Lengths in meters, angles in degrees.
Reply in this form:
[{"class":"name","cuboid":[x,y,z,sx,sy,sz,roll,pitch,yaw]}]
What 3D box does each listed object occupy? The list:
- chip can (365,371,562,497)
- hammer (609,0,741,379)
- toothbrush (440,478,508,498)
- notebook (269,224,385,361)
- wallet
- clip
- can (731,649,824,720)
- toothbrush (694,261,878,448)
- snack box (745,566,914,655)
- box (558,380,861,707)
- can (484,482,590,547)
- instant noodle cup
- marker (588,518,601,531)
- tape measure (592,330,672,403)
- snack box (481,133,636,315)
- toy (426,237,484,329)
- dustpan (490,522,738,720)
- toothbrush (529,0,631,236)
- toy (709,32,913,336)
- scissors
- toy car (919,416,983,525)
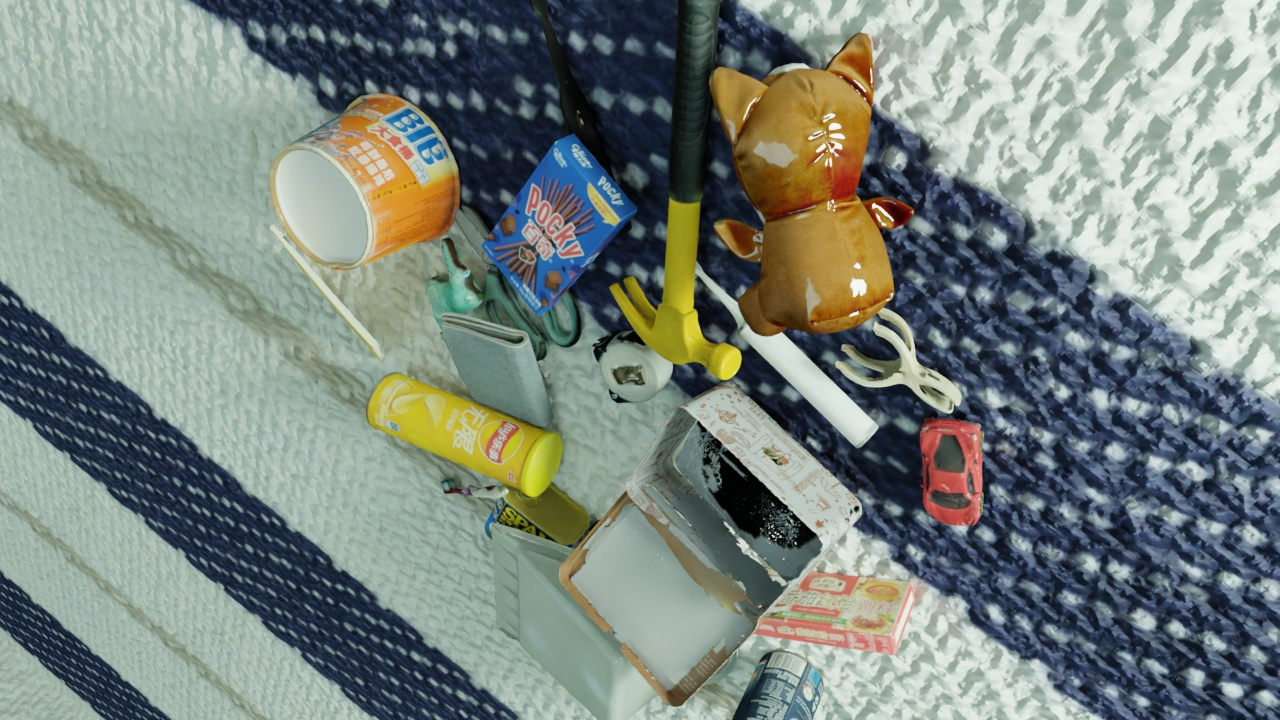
[{"class":"chip can","cuboid":[-0.191,0.077,0.993,0.213,0.071,0.072,20,128,21]},{"class":"hammer","cuboid":[0.035,-0.133,0.731,0.129,0.032,0.301,26,127,33]},{"class":"toothbrush","cuboid":[-0.190,0.143,1.033,0.188,0.016,0.017,-11,103,59]},{"class":"notebook","cuboid":[-0.315,-0.062,0.940,0.146,0.010,0.206,51,167,-6]},{"class":"wallet","cuboid":[-0.144,0.006,0.928,0.107,0.036,0.130,19,146,22]},{"class":"clip","cuboid":[0.199,0.008,0.735,0.097,0.034,0.101,-22,114,34]},{"class":"can","cuboid":[0.140,0.364,0.950,0.075,0.110,0.075,14,124,22]},{"class":"toothbrush","cuboid":[0.111,-0.013,0.774,0.221,0.026,0.026,45,124,6]},{"class":"snack box","cuboid":[0.174,0.234,0.867,0.153,0.075,0.025,-1,117,32]},{"class":"box","cuboid":[0.052,0.172,0.847,0.178,0.102,0.262,44,127,19]},{"class":"can","cuboid":[-0.118,0.183,1.026,0.102,0.057,0.083,37,133,6]},{"class":"instant noodle cup","cuboid":[-0.260,-0.160,0.854,0.151,0.111,0.152,16,126,23]},{"class":"marker","cuboid":[-0.010,0.230,1.016,0.132,0.020,0.022,52,153,-9]},{"class":"tape measure","cuboid":[-0.005,0.005,0.857,0.066,0.033,0.066,-7,116,35]},{"class":"snack box","cuboid":[-0.075,-0.113,0.796,0.084,0.026,0.158,51,136,3]},{"class":"toy","cuboid":[-0.186,-0.072,0.915,0.092,0.030,0.096,-13,99,50]},{"class":"dustpan","cuboid":[-0.030,0.290,1.032,0.258,0.142,0.223,39,143,29]},{"class":"toothbrush","cuboid":[-0.053,-0.204,0.757,0.027,0.026,0.213,-139,27,-67]},{"class":"toy","cuboid":[0.118,-0.121,0.658,0.130,0.140,0.200,-138,30,-63]},{"class":"scissors","cuboid":[-0.111,-0.081,0.876,0.130,0.019,0.185,-2,119,32]},{"class":"toy car","cuboid":[0.257,0.095,0.758,0.049,0.031,0.106,6,124,29]}]
